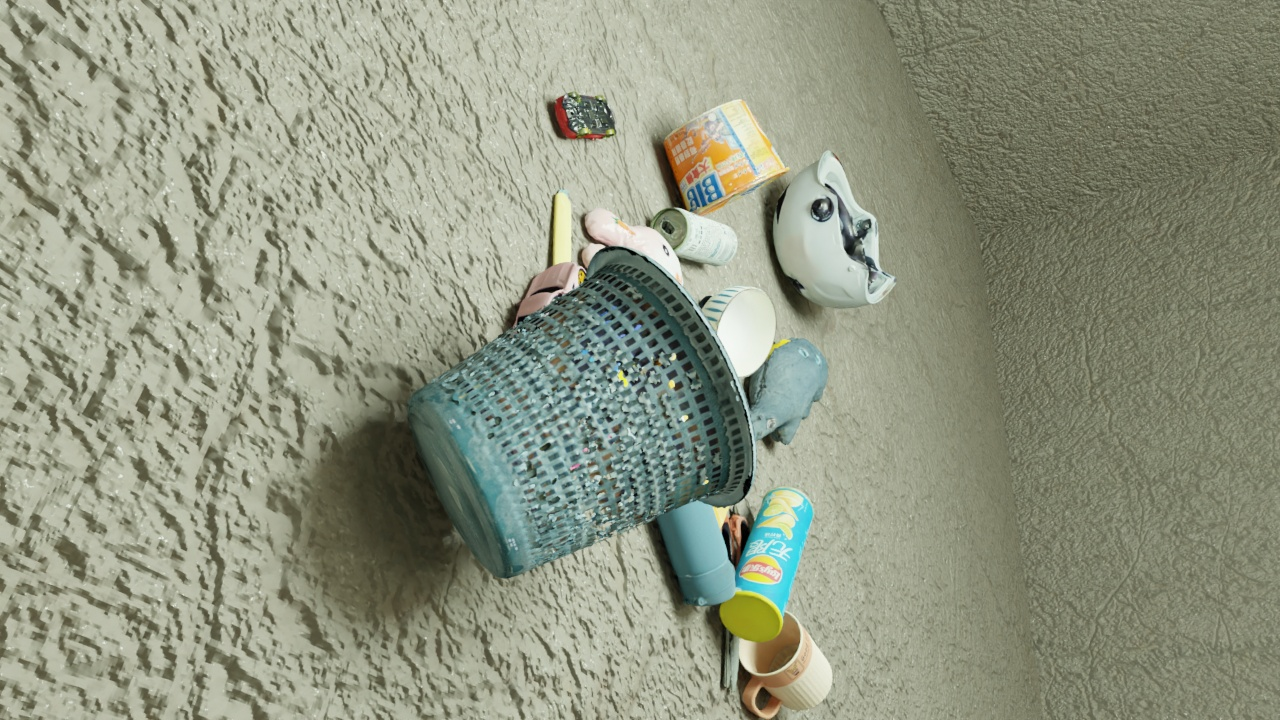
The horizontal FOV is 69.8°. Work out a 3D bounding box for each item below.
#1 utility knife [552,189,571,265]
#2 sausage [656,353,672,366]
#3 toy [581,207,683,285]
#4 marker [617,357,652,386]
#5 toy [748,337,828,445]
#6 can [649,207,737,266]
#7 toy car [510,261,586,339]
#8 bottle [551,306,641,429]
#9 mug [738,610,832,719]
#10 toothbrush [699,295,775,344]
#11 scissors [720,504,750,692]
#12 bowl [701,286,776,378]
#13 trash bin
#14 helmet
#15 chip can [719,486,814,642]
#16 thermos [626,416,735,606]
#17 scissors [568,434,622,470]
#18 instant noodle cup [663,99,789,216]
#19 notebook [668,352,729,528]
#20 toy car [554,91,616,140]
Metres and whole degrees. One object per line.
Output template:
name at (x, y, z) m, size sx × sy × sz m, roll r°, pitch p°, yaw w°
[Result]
utility knife at (-0.079, -0.115, 0.948) m, size 0.031 × 0.018 × 0.162 m, roll 40°, pitch 46°, yaw -52°
sausage at (0.031, 0.053, 1.055) m, size 0.021 × 0.021 × 0.165 m, roll 29°, pitch 53°, yaw -52°
toy at (-0.005, -0.104, 1.039) m, size 0.159 × 0.054 × 0.121 m, roll 29°, pitch 52°, yaw -42°
marker at (-0.006, 0.006, 1.022) m, size 0.123 × 0.015 × 0.018 m, roll -44°, pitch 116°, yaw -61°
toy at (0.211, 0.039, 1.321) m, size 0.355 × 0.091 × 0.138 m, roll -26°, pitch 127°, yaw -59°
can at (0.070, -0.158, 1.183) m, size 0.146 × 0.058 × 0.058 m, roll 3°, pitch 74°, yaw -59°
toy car at (-0.088, -0.052, 0.863) m, size 0.037 × 0.056 × 0.122 m, roll 59°, pitch 32°, yaw -38°
bottle at (-0.038, -0.018, 0.908) m, size 0.065 × 0.065 × 0.218 m, roll 59°, pitch 36°, yaw -27°
mug at (0.167, 0.373, 1.096) m, size 0.114 × 0.082 × 0.106 m, roll -54°, pitch 130°, yaw -22°
toothbrush at (0.143, -0.048, 1.295) m, size 0.212 × 0.026 × 0.027 m, roll 26°, pitch 89°, yaw -55°
scissors at (0.103, 0.274, 1.086) m, size 0.206 × 0.015 × 0.193 m, roll -45°, pitch 117°, yaw -57°
bowl at (0.113, -0.040, 1.175) m, size 0.116 × 0.066 × 0.116 m, roll -15°, pitch 112°, yaw -40°
trash bin at (-0.058, 0.052, 0.691) m, size 0.194 × 0.227 × 0.226 m, roll -27°, pitch 103°, yaw -22°
helmet at (0.300, -0.198, 1.511) m, size 0.228 × 0.146 × 0.258 m, roll -6°, pitch 74°, yaw -62°
chip can at (0.156, 0.239, 1.104) m, size 0.071 × 0.071 × 0.209 m, roll 64°, pitch 30°, yaw -19°
thermos at (0.046, 0.159, 0.990) m, size 0.070 × 0.070 × 0.220 m, roll -31°, pitch 104°, yaw -60°
scissors at (-0.048, 0.066, 0.921) m, size 0.135 × 0.017 × 0.133 m, roll 46°, pitch 37°, yaw -36°
instant noodle cup at (0.106, -0.268, 1.218) m, size 0.111 × 0.152 × 0.151 m, roll 64°, pitch 30°, yaw -3°
notebook at (0.076, 0.078, 1.100) m, size 0.145 × 0.010 × 0.206 m, roll -54°, pitch 128°, yaw -64°
toy car at (-0.061, -0.274, 1.037) m, size 0.106 × 0.031 × 0.049 m, roll -25°, pitch 99°, yaw -59°
